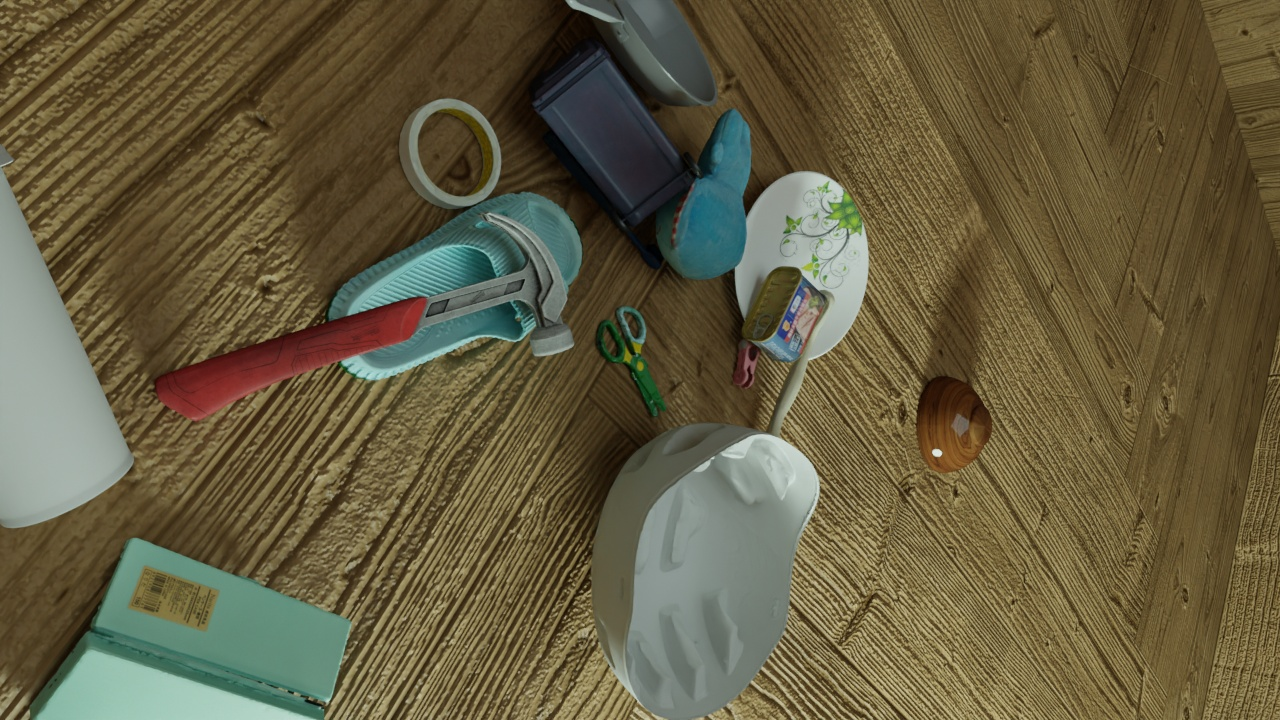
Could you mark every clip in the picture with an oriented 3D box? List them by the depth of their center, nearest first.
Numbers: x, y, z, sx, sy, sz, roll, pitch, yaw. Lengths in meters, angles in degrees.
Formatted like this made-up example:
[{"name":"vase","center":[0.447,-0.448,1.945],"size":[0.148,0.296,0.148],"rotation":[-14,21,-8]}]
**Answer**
[{"name":"clip","center":[0.128,0.004,1.081],"size":[0.044,0.023,0.060],"rotation":[0,84,-41]}]

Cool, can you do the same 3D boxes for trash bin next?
[{"name":"trash bin","center":[-0.028,-0.217,0.872],"size":[0.094,0.092,0.161],"rotation":[-36,117,9]}]

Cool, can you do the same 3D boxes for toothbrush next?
[{"name":"toothbrush","center":[-0.034,-0.162,0.937],"size":[0.190,0.016,0.017],"rotation":[47,52,-32]}]

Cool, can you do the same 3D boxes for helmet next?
[{"name":"helmet","center":[0.057,0.203,0.897],"size":[0.224,0.184,0.282],"rotation":[11,76,-36]}]

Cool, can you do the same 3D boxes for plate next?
[{"name":"plate","center":[0.192,-0.114,1.125],"size":[0.228,0.030,0.229],"rotation":[-6,100,-36]}]

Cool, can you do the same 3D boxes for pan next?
[{"name":"pan","center":[-0.016,-0.310,0.837],"size":[0.201,0.051,0.355],"rotation":[57,26,-5]}]

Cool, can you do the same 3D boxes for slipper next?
[{"name":"slipper","center":[-0.143,-0.068,0.795],"size":[0.275,0.070,0.116],"rotation":[-34,114,-37]}]

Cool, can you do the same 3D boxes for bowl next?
[{"name":"bowl","center":[0.482,0.097,1.373],"size":[0.147,0.069,0.147],"rotation":[1,88,-43]}]

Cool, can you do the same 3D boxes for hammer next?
[{"name":"hammer","center":[-0.206,-0.026,0.711],"size":[0.315,0.036,0.126],"rotation":[-20,104,-25]}]

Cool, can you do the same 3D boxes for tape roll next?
[{"name":"tape roll","center":[-0.167,-0.182,0.811],"size":[0.093,0.019,0.094],"rotation":[1,89,-43]}]

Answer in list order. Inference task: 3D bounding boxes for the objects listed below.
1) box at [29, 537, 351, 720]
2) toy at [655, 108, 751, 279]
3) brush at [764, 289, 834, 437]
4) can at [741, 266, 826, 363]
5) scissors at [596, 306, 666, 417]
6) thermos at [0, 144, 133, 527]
[{"name":"box","center":[-0.307,0.221,0.657],"size":[0.187,0.057,0.137],"rotation":[36,72,-37]},{"name":"toy","center":[0.065,-0.175,0.968],"size":[0.183,0.115,0.180],"rotation":[13,90,-71]},{"name":"brush","center":[0.179,0.039,1.087],"size":[0.077,0.062,0.272],"rotation":[34,72,-49]},{"name":"can","center":[0.167,-0.052,1.062],"size":[0.059,0.054,0.099],"rotation":[36,76,-36]},{"name":"scissors","center":[0.000,0.002,0.968],"size":[0.071,0.014,0.131],"rotation":[-48,119,-32]},{"name":"thermos","center":[-0.392,-0.016,0.535],"size":[0.131,0.132,0.222],"rotation":[-37,121,-37]}]
